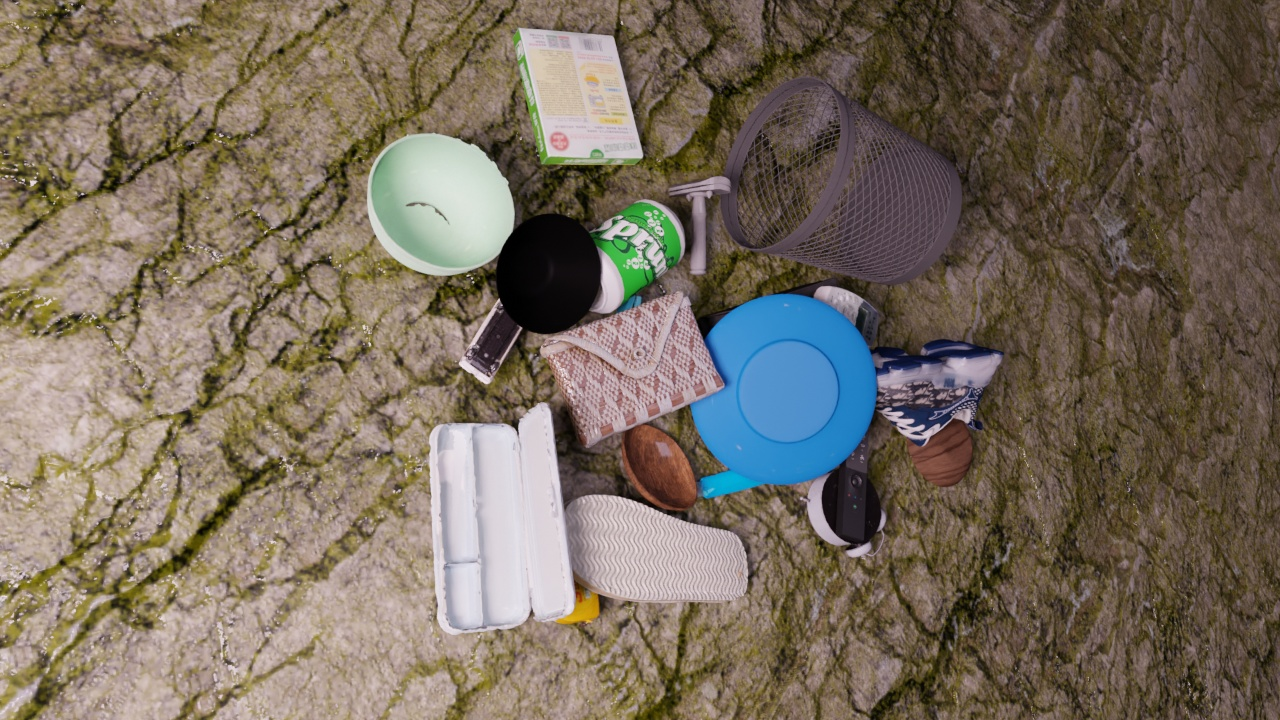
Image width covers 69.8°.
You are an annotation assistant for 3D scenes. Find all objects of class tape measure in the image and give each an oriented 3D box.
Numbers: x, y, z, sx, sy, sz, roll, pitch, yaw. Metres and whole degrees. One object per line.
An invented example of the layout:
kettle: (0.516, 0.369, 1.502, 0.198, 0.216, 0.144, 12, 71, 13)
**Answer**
tape measure: (-0.074, 0.237, 0.929, 0.058, 0.030, 0.068, -2, 69, -32)

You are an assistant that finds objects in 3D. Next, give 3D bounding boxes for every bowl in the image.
bowl: (0.015, 0.122, 1.011, 0.102, 0.026, 0.114, 20, 38, -36)
bowl: (-0.213, -0.150, 0.947, 0.150, 0.077, 0.150, 10, 69, -28)
bowl: (0.422, 0.113, 1.266, 0.119, 0.032, 0.119, 10, 69, -28)
bowl: (-0.107, -0.093, 0.960, 0.123, 0.052, 0.124, -9, 106, -34)

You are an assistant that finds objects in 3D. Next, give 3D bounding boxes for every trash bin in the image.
trash bin: (0.260, -0.215, 1.175, 0.227, 0.218, 0.217, 14, 67, -31)

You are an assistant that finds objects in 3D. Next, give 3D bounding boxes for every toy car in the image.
toy car: (-0.152, -0.025, 0.964, 0.039, 0.039, 0.112, 37, 54, -16)

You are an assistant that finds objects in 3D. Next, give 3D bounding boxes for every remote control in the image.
remote control: (0.261, 0.146, 1.127, 0.034, 0.013, 0.149, 20, 64, -24)
remote control: (0.256, -0.055, 1.150, 0.114, 0.028, 0.060, 26, 76, -39)

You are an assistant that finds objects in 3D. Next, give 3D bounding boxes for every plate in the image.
plate: (0.170, 0.035, 1.065, 0.224, 0.024, 0.224, 0, 94, -6)

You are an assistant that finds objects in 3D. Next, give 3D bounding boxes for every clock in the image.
clock: (0.259, 0.191, 1.142, 0.122, 0.035, 0.094, 48, 57, -10)

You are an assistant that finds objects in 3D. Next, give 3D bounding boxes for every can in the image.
can: (-0.019, -0.120, 1.047, 0.139, 0.088, 0.088, -39, 95, -34)

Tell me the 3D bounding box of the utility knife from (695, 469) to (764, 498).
utility knife: (0.100, 0.141, 1.075, 0.219, 0.015, 0.031, -8, 75, -36)

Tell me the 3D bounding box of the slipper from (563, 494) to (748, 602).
slipper: (0.012, 0.205, 0.979, 0.262, 0.052, 0.115, 20, 58, -36)

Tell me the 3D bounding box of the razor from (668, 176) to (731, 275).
razor: (0.072, -0.164, 1.135, 0.047, 0.088, 0.116, -2, 94, -31)

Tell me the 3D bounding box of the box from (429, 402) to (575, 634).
box: (-0.139, 0.149, 0.880, 0.105, 0.129, 0.210, 1, 68, -30)

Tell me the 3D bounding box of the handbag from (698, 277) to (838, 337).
handbag: (0.186, 0.015, 1.152, 0.175, 0.072, 0.196, -19, 95, -34)

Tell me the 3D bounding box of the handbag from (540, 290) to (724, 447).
handbag: (-0.006, 0.006, 1.003, 0.185, 0.047, 0.124, -21, 90, -23)

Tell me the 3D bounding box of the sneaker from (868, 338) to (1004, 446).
sneaker: (0.351, 0.051, 1.181, 0.268, 0.103, 0.132, -6, 106, -28)

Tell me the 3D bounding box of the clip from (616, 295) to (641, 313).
clip: (-0.015, -0.005, 1.050, 0.120, 0.033, 0.122, 51, 57, -3)

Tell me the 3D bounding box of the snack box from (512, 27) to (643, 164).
snack box: (-0.076, -0.320, 1.116, 0.131, 0.027, 0.168, -7, 78, -32)
